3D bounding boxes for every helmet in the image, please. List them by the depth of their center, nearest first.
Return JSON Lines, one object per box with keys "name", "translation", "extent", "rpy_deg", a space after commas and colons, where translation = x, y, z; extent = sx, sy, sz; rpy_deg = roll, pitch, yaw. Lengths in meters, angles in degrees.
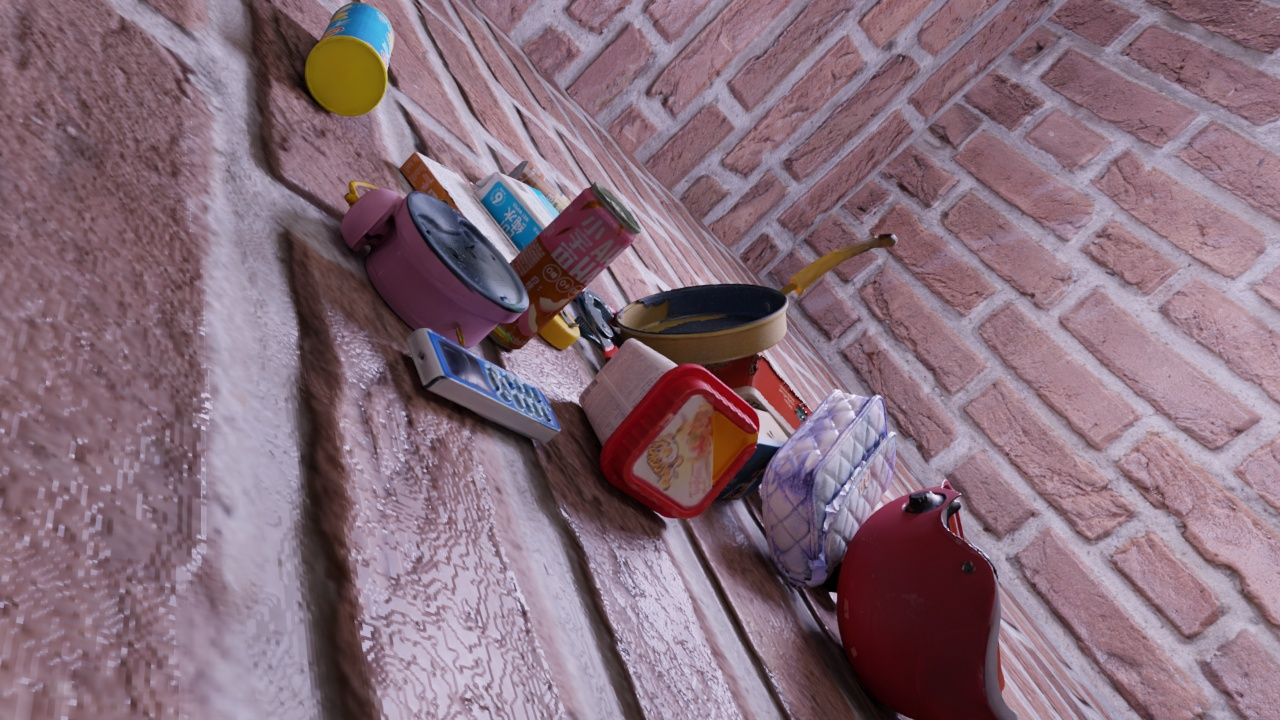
{"name": "helmet", "translation": [0.259, 0.228, 0.871], "extent": [0.239, 0.144, 0.207], "rpy_deg": [-74, 149, -63]}

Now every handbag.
{"name": "handbag", "translation": [0.198, 0.124, 0.936], "extent": [0.193, 0.076, 0.134], "rpy_deg": [-39, 129, -44]}

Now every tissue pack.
{"name": "tissue pack", "translation": [-0.116, -0.131, 0.957], "extent": [0.140, 0.063, 0.090], "rpy_deg": [50, 16, 19]}

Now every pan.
{"name": "pan", "translation": [0.144, -0.079, 1.070], "extent": [0.198, 0.357, 0.078], "rpy_deg": [-139, -142, -65]}

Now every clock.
{"name": "clock", "translation": [-0.155, -0.076, 0.674], "extent": [0.158, 0.060, 0.117], "rpy_deg": [51, 14, 7]}

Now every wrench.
{"name": "wrench", "translation": [-0.015, 0.020, 0.907], "extent": [0.056, 0.016, 0.273], "rpy_deg": [32, 25, -44]}

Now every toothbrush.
{"name": "toothbrush", "translation": [-0.006, 0.006, 1.011], "extent": [0.191, 0.018, 0.016], "rpy_deg": [38, 17, -32]}

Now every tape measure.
{"name": "tape measure", "translation": [-0.082, -0.039, 0.874], "extent": [0.057, 0.029, 0.060], "rpy_deg": [47, 13, -4]}

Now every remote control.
{"name": "remote control", "translation": [-0.105, 0.021, 0.626], "extent": [0.125, 0.024, 0.049], "rpy_deg": [34, 18, -49]}

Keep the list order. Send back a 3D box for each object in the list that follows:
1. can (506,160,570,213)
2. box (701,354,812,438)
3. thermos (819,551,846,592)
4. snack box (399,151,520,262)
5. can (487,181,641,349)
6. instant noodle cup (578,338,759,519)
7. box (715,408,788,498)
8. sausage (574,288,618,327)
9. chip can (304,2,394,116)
{"name": "can", "translation": [-0.118, -0.187, 1.130], "extent": [0.116, 0.058, 0.058], "rpy_deg": [43, 14, -19]}
{"name": "box", "translation": [0.139, 0.061, 1.065], "extent": [0.168, 0.092, 0.075], "rpy_deg": [45, 45, -34]}
{"name": "thermos", "translation": [0.208, 0.186, 1.034], "extent": [0.093, 0.093, 0.143], "rpy_deg": [38, 25, -36]}
{"name": "snack box", "translation": [-0.166, -0.134, 0.888], "extent": [0.153, 0.026, 0.075], "rpy_deg": [51, 14, 19]}
{"name": "can", "translation": [-0.070, -0.075, 0.748], "extent": [0.058, 0.147, 0.057], "rpy_deg": [45, 13, -14]}
{"name": "instant noodle cup", "translation": [0.016, 0.049, 0.765], "extent": [0.116, 0.117, 0.124], "rpy_deg": [38, 5, -36]}
{"name": "box", "translation": [0.092, 0.092, 0.920], "extent": [0.060, 0.090, 0.184], "rpy_deg": [53, 16, 19]}
{"name": "sausage", "translation": [-0.066, -0.075, 1.055], "extent": [0.155, 0.020, 0.020], "rpy_deg": [36, 17, -44]}
{"name": "chip can", "translation": [-0.284, -0.304, 0.911], "extent": [0.071, 0.071, 0.210], "rpy_deg": [40, 15, -28]}
